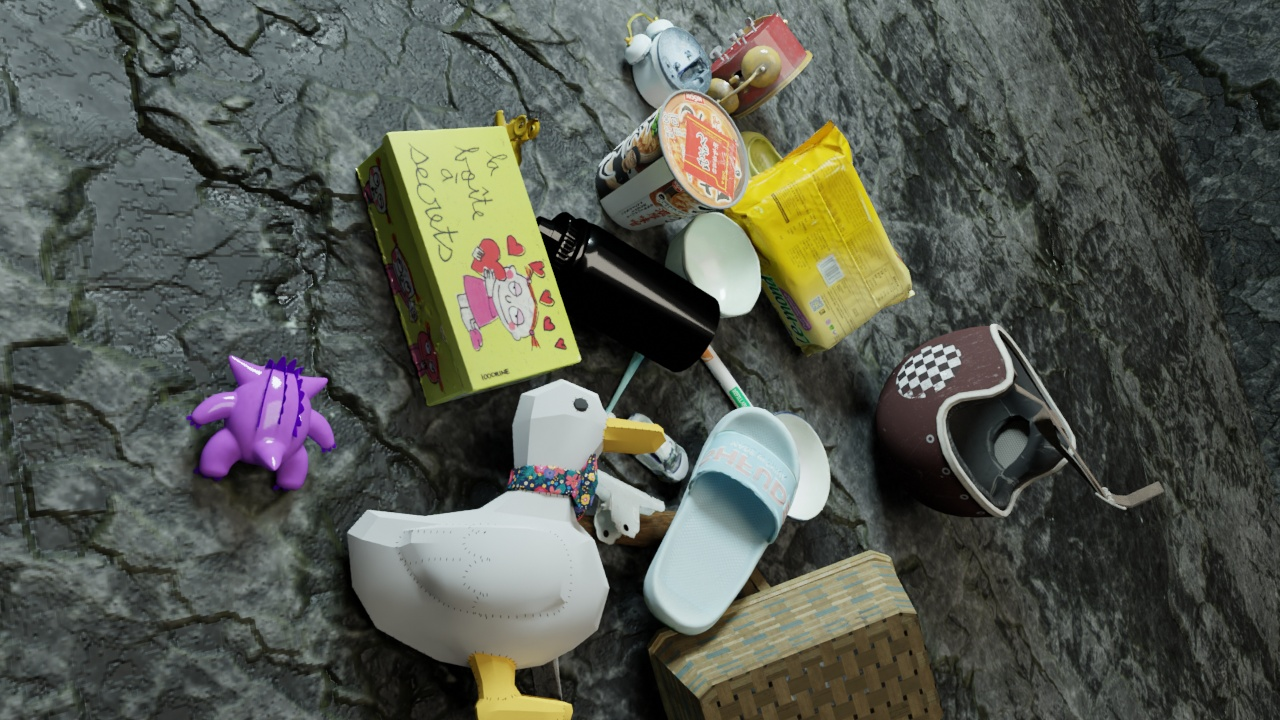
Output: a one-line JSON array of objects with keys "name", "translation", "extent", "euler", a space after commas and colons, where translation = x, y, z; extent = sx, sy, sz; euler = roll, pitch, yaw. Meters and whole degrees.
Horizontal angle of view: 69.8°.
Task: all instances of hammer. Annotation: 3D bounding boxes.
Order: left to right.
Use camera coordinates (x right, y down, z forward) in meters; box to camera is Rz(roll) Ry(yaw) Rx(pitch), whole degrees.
[{"name": "hammer", "translation": [0.016, 0.199, 0.876], "extent": [0.300, 0.037, 0.217], "euler": [8, 72, -41]}]

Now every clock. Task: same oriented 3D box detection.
[{"name": "clock", "translation": [0.028, -0.339, 1.033], "extent": [0.117, 0.057, 0.083], "euler": [55, 49, -15]}, {"name": "clock", "translation": [0.127, -0.348, 1.084], "extent": [0.081, 0.117, 0.158], "euler": [48, 43, -16]}]

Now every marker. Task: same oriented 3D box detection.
[{"name": "marker", "translation": [0.079, 0.001, 1.005], "extent": [0.145, 0.017, 0.017], "euler": [54, 49, -16]}]

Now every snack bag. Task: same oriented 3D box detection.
[{"name": "snack bag", "translation": [0.208, -0.130, 1.055], "extent": [0.159, 0.068, 0.247], "euler": [-34, 116, 2]}]

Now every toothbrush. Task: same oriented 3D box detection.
[{"name": "toothbrush", "translation": [-0.005, 0.005, 0.929], "extent": [0.016, 0.017, 0.180], "euler": [44, 51, -22]}]

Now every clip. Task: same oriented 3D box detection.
[{"name": "clip", "translation": [-0.116, -0.216, 0.877], "extent": [0.044, 0.049, 0.054], "euler": [41, 43, -71]}, {"name": "clip", "translation": [-0.015, 0.132, 0.815], "extent": [0.101, 0.047, 0.056], "euler": [30, 46, -32]}]

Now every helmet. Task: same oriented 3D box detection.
[{"name": "helmet", "translation": [0.424, 0.080, 1.126], "extent": [0.233, 0.254, 0.233], "euler": [39, 30, -34]}]

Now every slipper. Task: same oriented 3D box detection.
[{"name": "slipper", "translation": [0.085, 0.143, 0.860], "extent": [0.104, 0.074, 0.244], "euler": [32, 56, 3]}, {"name": "slipper", "translation": [0.179, -0.198, 1.113], "extent": [0.091, 0.082, 0.190], "euler": [-31, 96, -45]}]

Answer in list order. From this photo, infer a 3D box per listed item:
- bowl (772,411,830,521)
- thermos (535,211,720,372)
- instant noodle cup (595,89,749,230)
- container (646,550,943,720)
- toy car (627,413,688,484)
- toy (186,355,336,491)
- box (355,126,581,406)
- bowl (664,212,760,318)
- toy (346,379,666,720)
[{"name": "bowl", "translation": [0.144, 0.119, 0.995], "extent": [0.118, 0.062, 0.118], "euler": [16, 64, -37]}, {"name": "thermos", "translation": [-0.027, -0.070, 0.876], "extent": [0.198, 0.086, 0.086], "euler": [29, 59, -26]}, {"name": "instant noodle cup", "translation": [0.025, -0.194, 0.942], "extent": [0.123, 0.122, 0.123], "euler": [14, 68, -39]}, {"name": "container", "translation": [0.139, 0.284, 0.871], "extent": [0.249, 0.186, 0.157], "euler": [-18, 100, -8]}, {"name": "toy car", "translation": [0.018, 0.089, 0.916], "extent": [0.090, 0.027, 0.038], "euler": [42, 51, -26]}, {"name": "toy", "translation": [-0.265, 0.043, 0.655], "extent": [0.106, 0.056, 0.088], "euler": [18, 68, -37]}, {"name": "box", "translation": [-0.147, -0.083, 0.784], "extent": [0.124, 0.082, 0.221], "euler": [-13, 88, -43]}, {"name": "bowl", "translation": [0.070, -0.096, 0.996], "extent": [0.117, 0.061, 0.117], "euler": [15, 67, -39]}, {"name": "toy", "translation": [-0.098, 0.143, 0.709], "extent": [0.246, 0.141, 0.267], "euler": [1, 72, -10]}]
